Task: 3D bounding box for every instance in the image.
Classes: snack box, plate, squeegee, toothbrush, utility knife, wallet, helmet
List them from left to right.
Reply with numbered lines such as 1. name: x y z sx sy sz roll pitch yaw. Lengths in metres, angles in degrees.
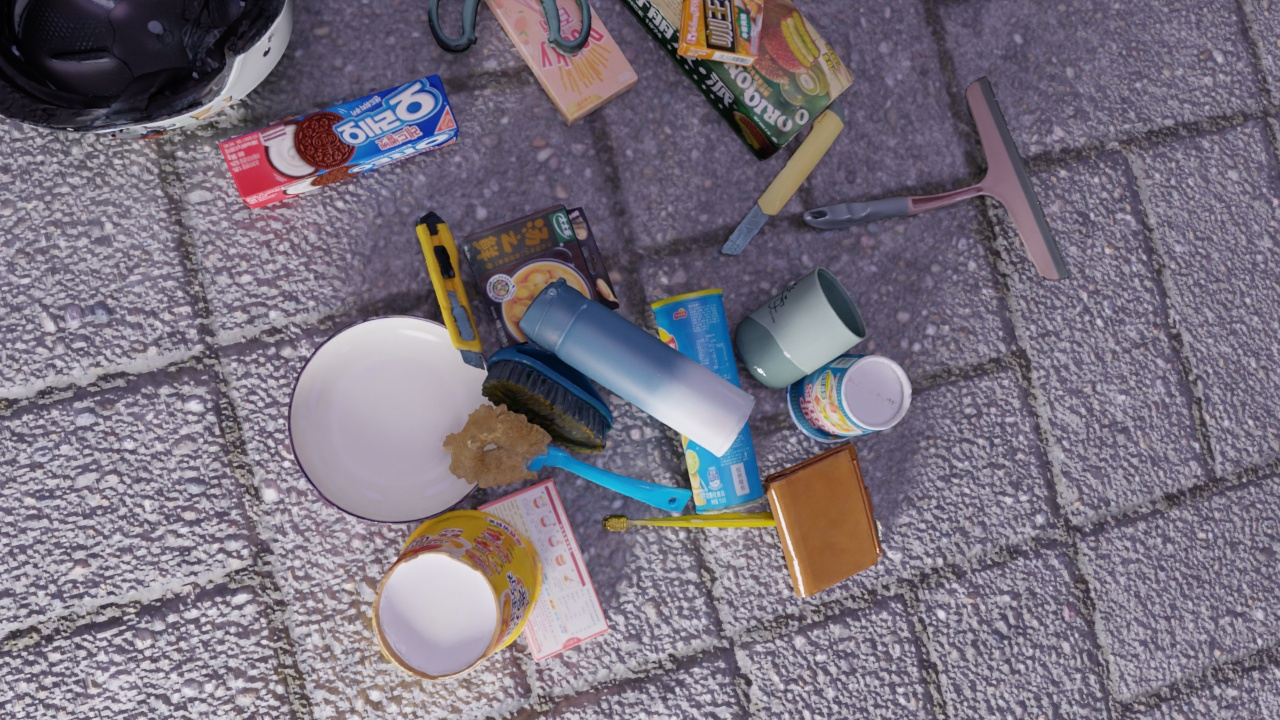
1. helmet: -0.420 -0.297 0.775 0.274 0.157 0.230 -24 93 -1
2. snack box: -0.273 -0.204 0.849 0.207 0.057 0.058 -22 94 -13
3. plate: -0.223 0.054 0.850 0.192 0.039 0.192 1 86 -12
4. utility knife: -0.175 -0.067 0.855 0.033 0.015 0.170 -11 71 -30
5. snack box: -0.093 0.197 0.874 0.077 0.027 0.156 -21 90 -12
6. snack box: -0.094 -0.083 0.884 0.125 0.053 0.113 -21 91 -7
7. snack box: -0.080 -0.322 0.911 0.084 0.026 0.157 -35 93 -11
8. toothbrush: 0.057 0.160 0.912 0.190 0.017 0.015 1 87 -11
9. snack box: 0.081 -0.364 0.882 0.075 0.026 0.153 7 84 -10
10. snack box: 0.094 -0.331 0.929 0.114 0.063 0.240 -44 95 -11
11. utility knife: 0.152 -0.188 0.953 0.031 0.022 0.212 39 73 -6
12. wallet: 0.187 0.159 0.921 0.107 0.031 0.132 -22 105 -14
13. squeegee: 0.288 -0.168 0.971 0.249 0.040 0.247 -12 73 -7

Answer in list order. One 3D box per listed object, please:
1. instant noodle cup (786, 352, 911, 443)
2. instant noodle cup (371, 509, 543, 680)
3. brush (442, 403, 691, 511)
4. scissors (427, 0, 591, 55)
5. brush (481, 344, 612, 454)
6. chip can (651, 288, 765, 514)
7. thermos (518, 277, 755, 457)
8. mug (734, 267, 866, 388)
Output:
1. instant noodle cup: 0.209 0.033 0.904 0.099 0.110 0.099 1 85 -11
2. instant noodle cup: -0.164 0.207 0.801 0.138 0.110 0.138 0 90 3
3. brush: -0.059 0.102 0.852 0.254 0.046 0.083 20 108 -26
4. scissors: -0.138 -0.351 0.879 0.180 0.019 0.170 -32 94 -10
5. brush: -0.082 0.030 0.860 0.144 0.055 0.073 36 48 -31
6. chip can: 0.066 0.039 0.895 0.071 0.071 0.210 -12 89 -12
7. thermos: -0.005 0.005 0.828 0.220 0.070 0.070 31 81 1
8. mug: 0.154 -0.036 0.904 0.107 0.111 0.082 -36 112 28
